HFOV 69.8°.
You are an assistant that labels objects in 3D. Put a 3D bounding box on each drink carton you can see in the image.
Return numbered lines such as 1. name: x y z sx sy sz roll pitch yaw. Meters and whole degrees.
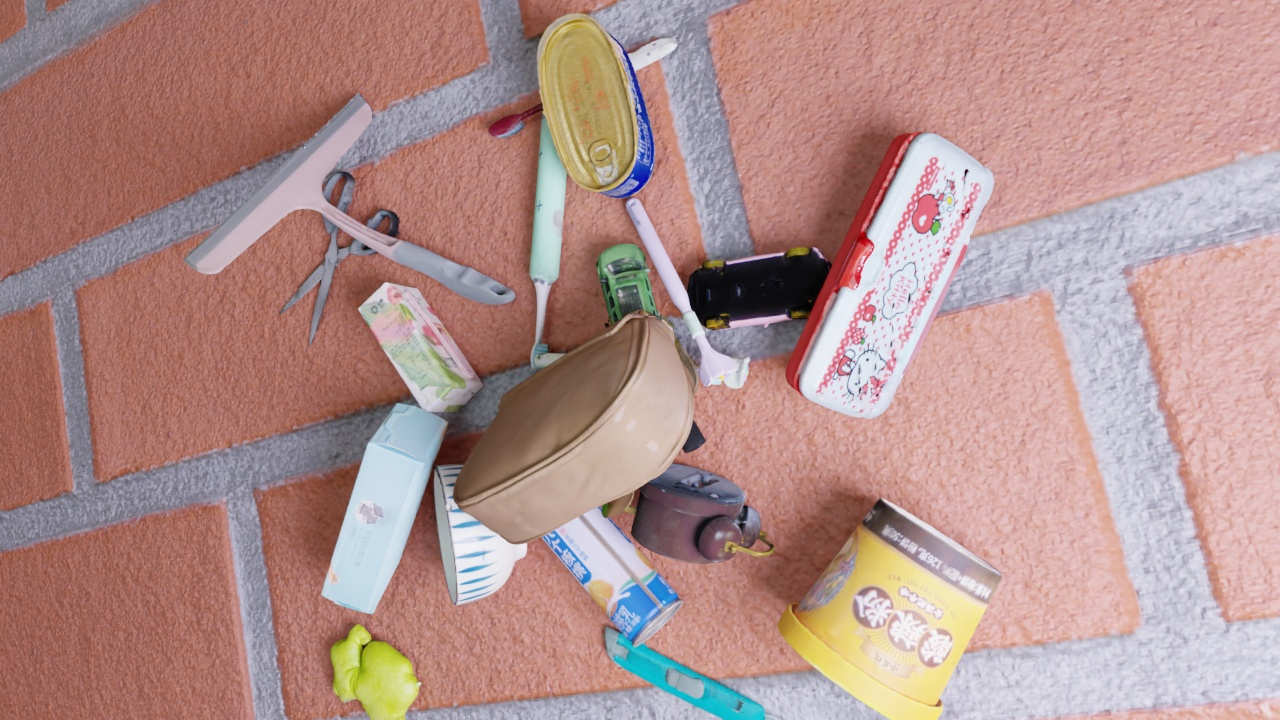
1. drink carton: -0.197 -0.012 0.832 0.046 0.053 0.122 -42 72 17

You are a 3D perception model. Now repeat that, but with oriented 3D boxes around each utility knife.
1. utility knife: 0.047 0.260 0.726 0.187 0.013 0.029 19 96 25

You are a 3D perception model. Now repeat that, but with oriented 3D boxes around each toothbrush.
1. toothbrush: -0.051 -0.234 0.797 0.188 0.017 0.016 -20 76 21
2. toothbrush: -0.004 0.004 0.738 0.190 0.020 0.029 3 57 26
3. toothbrush: 0.026 -0.061 0.726 0.029 0.021 0.189 -28 60 6
4. toothbrush: -0.082 -0.103 0.796 0.027 0.026 0.224 4 89 36

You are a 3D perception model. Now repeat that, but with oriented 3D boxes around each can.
1. can: -0.036 -0.206 0.753 0.075 0.049 0.148 -18 84 21
2. can: -0.029 0.163 0.744 0.134 0.053 0.053 46 106 20

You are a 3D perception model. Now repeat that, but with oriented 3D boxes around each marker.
1. marker: 0.011 0.017 0.751 0.022 0.020 0.132 -29 74 -7

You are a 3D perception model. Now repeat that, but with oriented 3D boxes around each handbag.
1. handbag: -0.044 0.055 0.689 0.205 0.147 0.100 -30 120 35

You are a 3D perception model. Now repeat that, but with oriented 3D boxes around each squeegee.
1. squeegee: -0.224 -0.106 0.835 0.249 0.040 0.246 28 56 5

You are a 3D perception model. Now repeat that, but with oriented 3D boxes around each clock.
1. clock: 0.045 0.119 0.697 0.122 0.082 0.055 18 99 26

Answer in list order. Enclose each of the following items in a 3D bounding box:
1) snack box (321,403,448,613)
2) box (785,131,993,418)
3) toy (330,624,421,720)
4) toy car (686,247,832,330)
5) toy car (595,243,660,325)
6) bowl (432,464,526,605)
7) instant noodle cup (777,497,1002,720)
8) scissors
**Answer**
1. snack box: -0.223 0.129 0.797 0.051 0.074 0.175 22 114 -4
2. box: 0.178 -0.056 0.648 0.201 0.086 0.047 -66 25 8
3. toy: -0.248 0.294 0.853 0.100 0.031 0.096 -11 81 25
4. toy car: 0.092 -0.053 0.705 0.123 0.037 0.056 -6 86 33
5. toy car: -0.009 -0.054 0.746 0.043 0.036 0.091 -14 69 0
6. bowl: -0.134 0.142 0.776 0.066 0.117 0.116 -7 82 -18
7. instant noodle cup: 0.173 0.166 0.621 0.118 0.118 0.114 33 93 23
8. scissors: -0.302 -0.104 0.910 0.160 0.014 0.177 -5 87 27
